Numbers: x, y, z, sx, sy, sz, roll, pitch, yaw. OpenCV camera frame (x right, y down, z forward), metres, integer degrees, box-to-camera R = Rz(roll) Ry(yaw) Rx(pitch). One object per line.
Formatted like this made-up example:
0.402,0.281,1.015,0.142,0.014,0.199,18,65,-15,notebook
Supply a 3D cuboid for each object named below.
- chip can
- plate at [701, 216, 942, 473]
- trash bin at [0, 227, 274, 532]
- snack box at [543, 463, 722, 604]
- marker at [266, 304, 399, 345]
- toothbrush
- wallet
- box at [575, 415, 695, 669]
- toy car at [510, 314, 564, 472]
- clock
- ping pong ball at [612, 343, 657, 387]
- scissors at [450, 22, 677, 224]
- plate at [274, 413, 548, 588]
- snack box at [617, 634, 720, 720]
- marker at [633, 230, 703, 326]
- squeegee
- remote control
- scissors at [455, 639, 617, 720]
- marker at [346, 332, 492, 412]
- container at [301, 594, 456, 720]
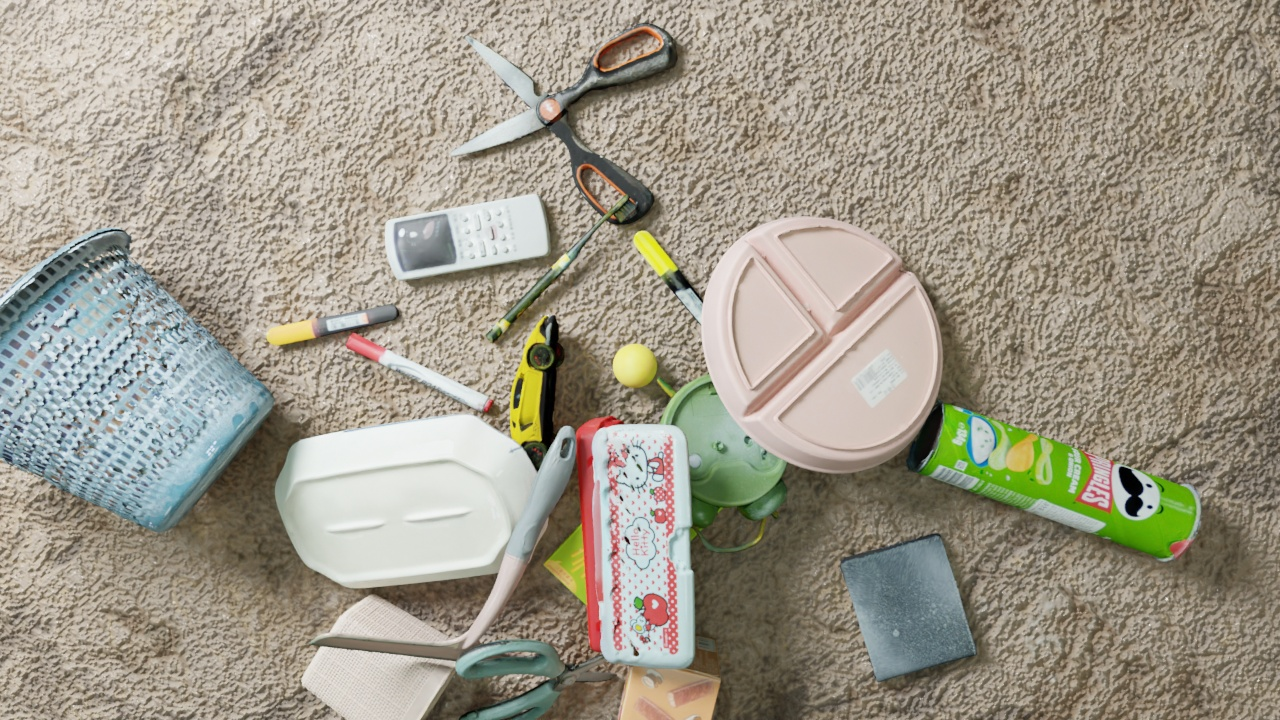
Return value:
0.360,0.105,0.808,0.236,0.072,0.072,19,94,2,chip can
0.162,-0.019,0.780,0.229,0.028,0.229,5,74,-18,plate
-0.439,0.034,0.784,0.195,0.226,0.226,39,94,-13,trash bin
-0.007,0.161,0.851,0.086,0.026,0.156,44,95,0,snack box
-0.287,-0.034,0.858,0.124,0.015,0.018,-12,94,1,marker
-0.073,-0.081,0.837,0.186,0.012,0.017,-44,104,10,toothbrush
0.247,0.228,0.849,0.097,0.019,0.121,-17,91,4,wallet
0.002,0.150,0.780,0.100,0.102,0.201,-2,94,12,box
-0.094,0.035,0.825,0.041,0.071,0.156,6,93,3,toy car
0.071,0.088,0.810,0.116,0.056,0.161,-5,82,-13,clock
-0.005,0.005,0.833,0.040,0.040,0.040,0,94,2,ping pong ball
-0.061,-0.226,0.831,0.221,0.021,0.233,-41,92,4,scissors
-0.213,0.136,0.817,0.266,0.034,0.162,-9,110,16,plate
0.023,0.303,0.825,0.077,0.092,0.094,13,94,2,snack box
0.036,-0.068,0.841,0.018,0.015,0.124,-39,94,5,marker
-0.109,0.167,0.767,0.247,0.040,0.250,19,106,-31,squeegee
-0.159,-0.113,0.843,0.150,0.021,0.058,-10,93,2,remote control
-0.108,0.302,0.838,0.170,0.019,0.181,17,123,-35,scissors
-0.205,0.012,0.855,0.145,0.017,0.017,25,94,1,marker
-0.234,0.281,0.840,0.111,0.090,0.090,33,94,3,container
